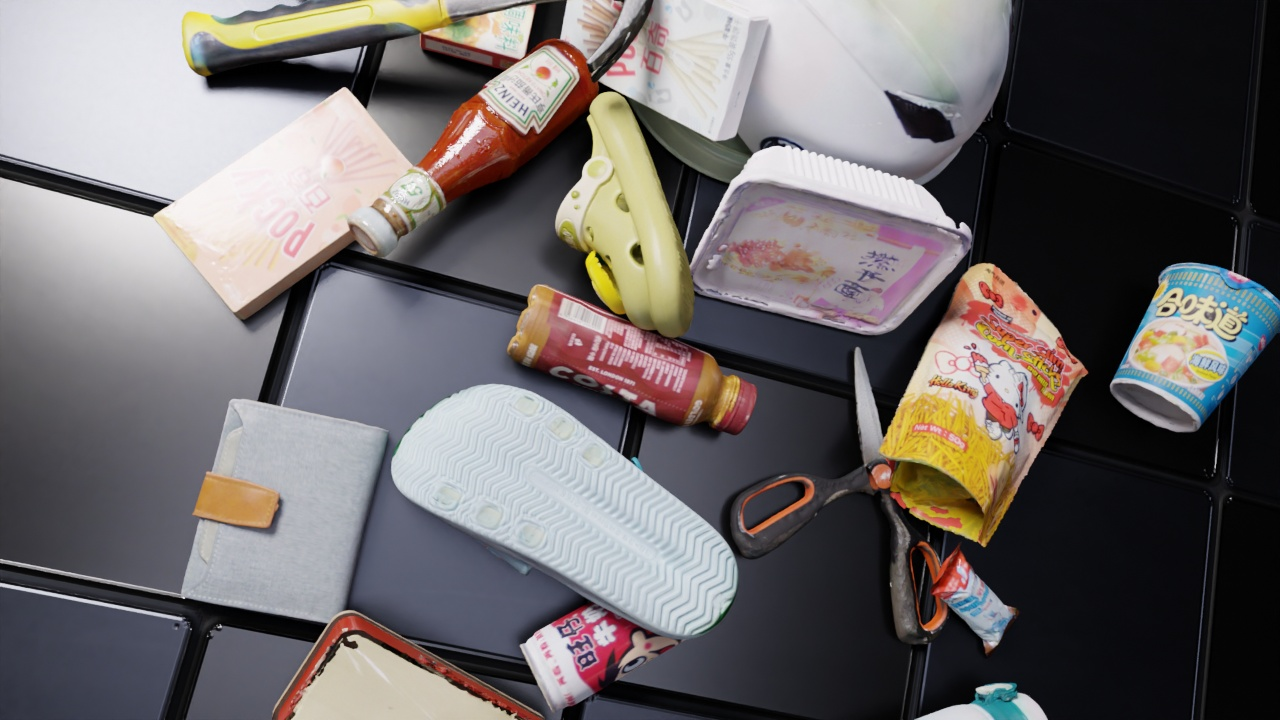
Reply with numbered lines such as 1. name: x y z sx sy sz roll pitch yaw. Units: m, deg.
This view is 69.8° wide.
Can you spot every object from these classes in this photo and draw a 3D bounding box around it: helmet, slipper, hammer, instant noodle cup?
1. helmet: 0.163 -0.251 0.650 0.258 0.146 0.228 40 76 -4
2. slipper: -0.016 -0.097 0.648 0.082 0.091 0.190 -19 70 9
3. hammer: -0.149 -0.232 0.613 0.323 0.032 0.126 -8 87 6
4. instant noodle cup: 0.437 -0.006 0.734 0.099 0.099 0.110 37 84 -5
5. slipper: -0.048 0.101 0.613 0.245 0.074 0.103 29 67 11
6. instant noodle cup: 0.131 -0.091 0.663 0.173 0.138 0.060 12 57 -11

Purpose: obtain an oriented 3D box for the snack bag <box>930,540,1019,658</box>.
1. snack bag: 0.249 0.179 0.684 0.104 0.026 0.048 48 71 -23

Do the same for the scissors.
1. scissors: 0.177 0.106 0.690 0.230 0.022 0.221 -25 88 -17

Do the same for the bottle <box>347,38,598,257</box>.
1. bottle: -0.114 -0.146 0.633 0.060 0.060 0.205 45 67 -3

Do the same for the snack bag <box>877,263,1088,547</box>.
1. snack bag: 0.262 0.029 0.697 0.128 0.073 0.207 41 62 -3

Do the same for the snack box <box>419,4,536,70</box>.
1. snack box: -0.111 -0.299 0.687 0.077 0.027 0.155 12 79 -10

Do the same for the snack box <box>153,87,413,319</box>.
1. snack box: -0.237 -0.108 0.630 0.157 0.026 0.084 -41 92 -15

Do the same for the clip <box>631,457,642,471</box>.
1. clip: -0.001 0.098 0.657 0.046 0.014 0.057 -20 87 -13

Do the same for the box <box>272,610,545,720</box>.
1. box: -0.133 0.234 0.562 0.168 0.078 0.091 35 75 -14

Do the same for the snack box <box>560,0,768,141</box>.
1. snack box: 0.011 -0.223 0.639 0.157 0.085 0.026 34 39 26

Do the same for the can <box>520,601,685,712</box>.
1. can: -0.012 0.182 0.621 0.132 0.053 0.053 -26 88 -15

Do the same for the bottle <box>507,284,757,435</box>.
1. bottle: -0.004 0.004 0.648 0.175 0.057 0.057 22 77 -8

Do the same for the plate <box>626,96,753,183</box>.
1. plate: 0.092 -0.249 0.725 0.230 0.027 0.230 2 82 -13

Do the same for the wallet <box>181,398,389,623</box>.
1. wallet: -0.231 0.097 0.594 0.106 0.037 0.129 13 80 -12

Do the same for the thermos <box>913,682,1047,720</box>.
1. thermos: 0.182 0.289 0.641 0.224 0.073 0.073 -13 84 -14
